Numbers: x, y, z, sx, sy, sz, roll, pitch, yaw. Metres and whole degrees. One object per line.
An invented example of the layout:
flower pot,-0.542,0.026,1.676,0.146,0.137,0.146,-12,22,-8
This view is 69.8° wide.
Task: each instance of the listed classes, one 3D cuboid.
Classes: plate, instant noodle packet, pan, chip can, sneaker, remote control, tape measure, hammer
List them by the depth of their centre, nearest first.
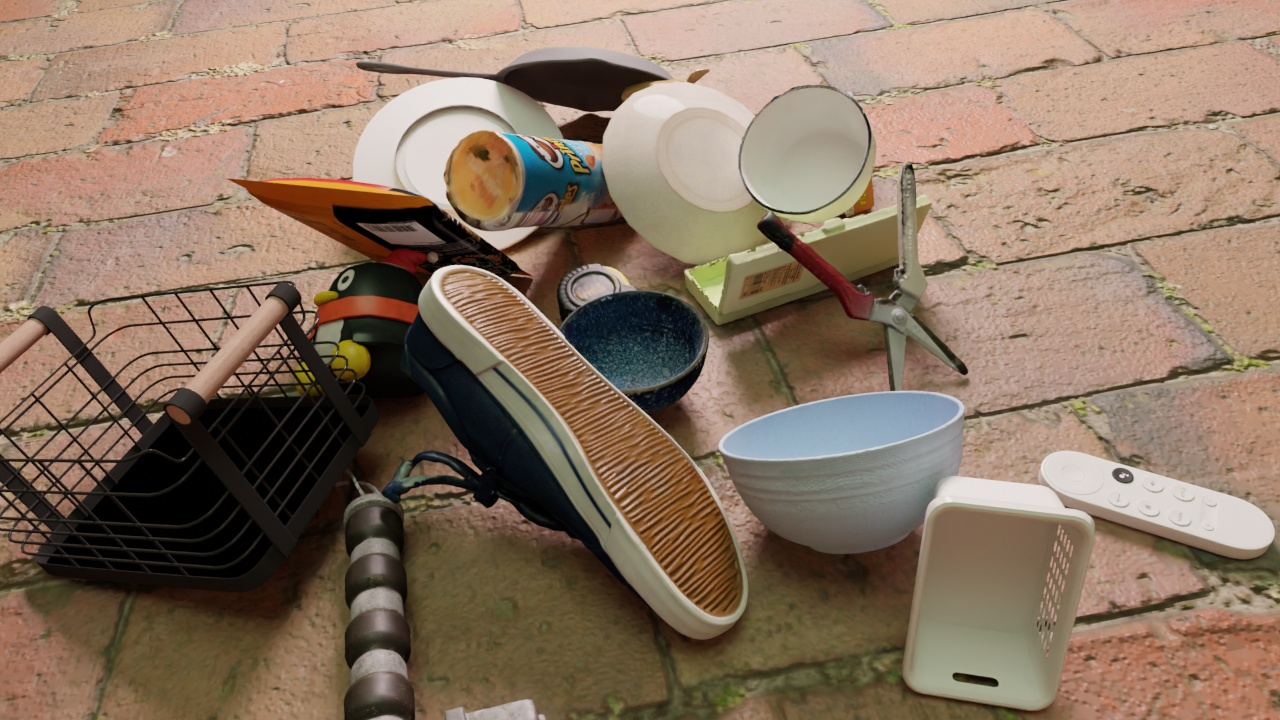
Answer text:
hammer,-0.149,0.169,0.525,0.177,0.080,0.326,-13,37,-8
remote control,0.331,0.092,0.594,0.137,0.013,0.043,17,47,23
sneaker,-0.062,0.078,0.595,0.294,0.127,0.120,45,30,17
instant noodle packet,-0.200,-0.105,0.753,0.160,0.220,0.032,8,83,15
tape measure,-0.039,-0.049,0.775,0.067,0.038,0.062,-21,53,-12
chip can,-0.074,-0.156,0.810,0.080,0.080,0.229,18,17,24
plate,0.059,-0.176,0.831,0.188,0.027,0.188,6,70,-18
plate,-0.175,-0.194,0.892,0.208,0.015,0.208,1,68,-2
pan,-0.113,-0.299,0.954,0.354,0.024,0.216,3,2,-5

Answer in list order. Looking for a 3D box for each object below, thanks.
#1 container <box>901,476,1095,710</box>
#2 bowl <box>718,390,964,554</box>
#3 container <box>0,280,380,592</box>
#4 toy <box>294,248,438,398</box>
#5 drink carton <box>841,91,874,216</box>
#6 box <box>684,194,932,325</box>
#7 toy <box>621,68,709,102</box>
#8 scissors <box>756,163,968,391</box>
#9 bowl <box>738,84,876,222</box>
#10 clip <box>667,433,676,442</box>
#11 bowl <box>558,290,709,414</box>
container,0.190,0.122,0.503,0.081,0.129,0.049,5,25,12
bowl,0.129,0.074,0.574,0.150,0.075,0.150,-12,8,1
container,-0.315,0.041,0.601,0.242,0.130,0.162,-2,40,24
toy,-0.206,-0.029,0.714,0.098,0.099,0.119,-19,66,41
drink carton,0.192,-0.202,0.891,0.048,0.076,0.124,-9,39,11
box,0.142,-0.083,0.776,0.187,0.064,0.130,-19,2,-16
toy,0.033,-0.225,0.914,0.105,0.108,0.134,-26,45,-3
scissors,0.187,-0.073,0.707,0.199,0.015,0.179,35,72,-2
bowl,0.150,-0.171,0.794,0.116,0.065,0.116,-6,78,27
clip,-0.003,0.062,0.646,0.060,0.041,0.024,-27,48,-15
bowl,-0.004,0.004,0.694,0.114,0.061,0.114,-4,43,4
